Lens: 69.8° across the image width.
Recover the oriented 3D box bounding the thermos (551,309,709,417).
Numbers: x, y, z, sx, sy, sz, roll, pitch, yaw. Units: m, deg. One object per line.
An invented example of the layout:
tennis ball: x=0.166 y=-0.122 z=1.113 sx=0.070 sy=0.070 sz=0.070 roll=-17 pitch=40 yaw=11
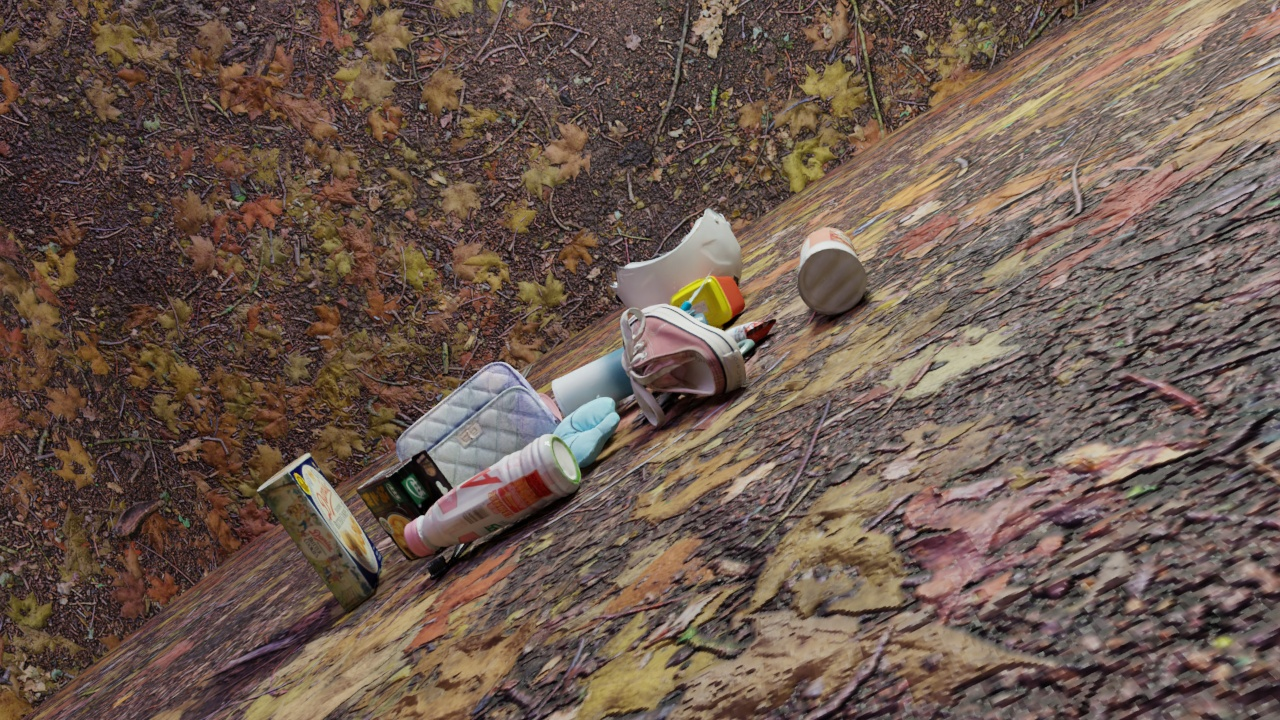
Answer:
thermos: x=-0.007 y=0.007 z=1.195 sx=0.221 sy=0.070 sz=0.070 roll=-27 pitch=8 yaw=9

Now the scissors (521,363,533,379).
scissors: x=-0.205 y=0.081 z=1.297 sx=0.151 sy=0.014 sz=0.170 roll=-37 pitch=29 yaw=36

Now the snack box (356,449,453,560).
snack box: x=-0.275 y=0.179 z=1.120 sx=0.053 sy=0.113 sz=0.126 roll=-40 pitch=9 yaw=-39

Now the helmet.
helmet: x=0.078 y=-0.131 z=1.531 sx=0.229 sy=0.146 sz=0.259 roll=-32 pitch=-3 yaw=-3

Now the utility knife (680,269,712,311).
utility knife: x=0.047 y=-0.047 z=1.315 sx=0.204 sy=0.018 sz=0.034 roll=-57 pitch=0 yaw=-2

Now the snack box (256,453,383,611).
snack box: x=-0.398 y=0.212 z=1.162 sx=0.045 sy=0.182 sz=0.178 roll=-34 pitch=8 yaw=-10

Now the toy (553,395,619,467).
toy: x=-0.067 y=0.086 z=1.083 sx=0.162 sy=0.050 sz=0.155 roll=-33 pitch=13 yaw=42

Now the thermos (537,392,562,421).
thermos: x=-0.218 y=0.131 z=1.421 sx=0.199 sy=0.067 sz=0.087 roll=-31 pitch=34 yaw=15

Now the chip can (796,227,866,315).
chip can: x=0.216 y=-0.107 z=1.051 sx=0.071 sy=0.071 sz=0.214 roll=-31 pitch=7 yaw=16

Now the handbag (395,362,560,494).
handbag: x=-0.209 y=0.103 z=1.177 sx=0.194 sy=0.134 sz=0.075 roll=-40 pitch=-7 yaw=-1

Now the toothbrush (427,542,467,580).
toothbrush: x=-0.194 y=0.197 z=1.037 sx=0.014 sy=0.018 sz=0.188 roll=-20 pitch=10 yaw=20

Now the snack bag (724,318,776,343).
snack bag: x=0.124 y=-0.030 z=1.119 sx=0.048 sy=0.026 sz=0.104 roll=-23 pitch=3 yaw=-23

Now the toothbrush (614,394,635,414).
toothbrush: x=-0.020 y=0.052 z=1.246 sx=0.187 sy=0.016 sz=0.017 roll=-40 pitch=1 yaw=-43

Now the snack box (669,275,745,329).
snack box: x=0.105 y=-0.082 z=1.377 sx=0.091 sy=0.082 sz=0.080 roll=-27 pitch=-4 yaw=35

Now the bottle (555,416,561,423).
bottle: x=-0.172 y=0.113 z=1.295 sx=0.067 sy=0.068 sz=0.190 roll=-39 pitch=9 yaw=-37

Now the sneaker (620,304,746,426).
sneaker: x=0.021 y=-0.003 z=1.003 sx=0.087 sy=0.118 sz=0.241 roll=-20 pitch=17 yaw=-20

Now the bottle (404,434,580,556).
bottle: x=-0.160 y=0.148 z=0.969 sx=0.197 sy=0.068 sz=0.068 roll=-29 pitch=8 yaw=14

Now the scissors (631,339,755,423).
scissors: x=0.056 y=0.024 z=1.095 sx=0.175 sy=0.019 sz=0.176 roll=-35 pitch=8 yaw=-1
